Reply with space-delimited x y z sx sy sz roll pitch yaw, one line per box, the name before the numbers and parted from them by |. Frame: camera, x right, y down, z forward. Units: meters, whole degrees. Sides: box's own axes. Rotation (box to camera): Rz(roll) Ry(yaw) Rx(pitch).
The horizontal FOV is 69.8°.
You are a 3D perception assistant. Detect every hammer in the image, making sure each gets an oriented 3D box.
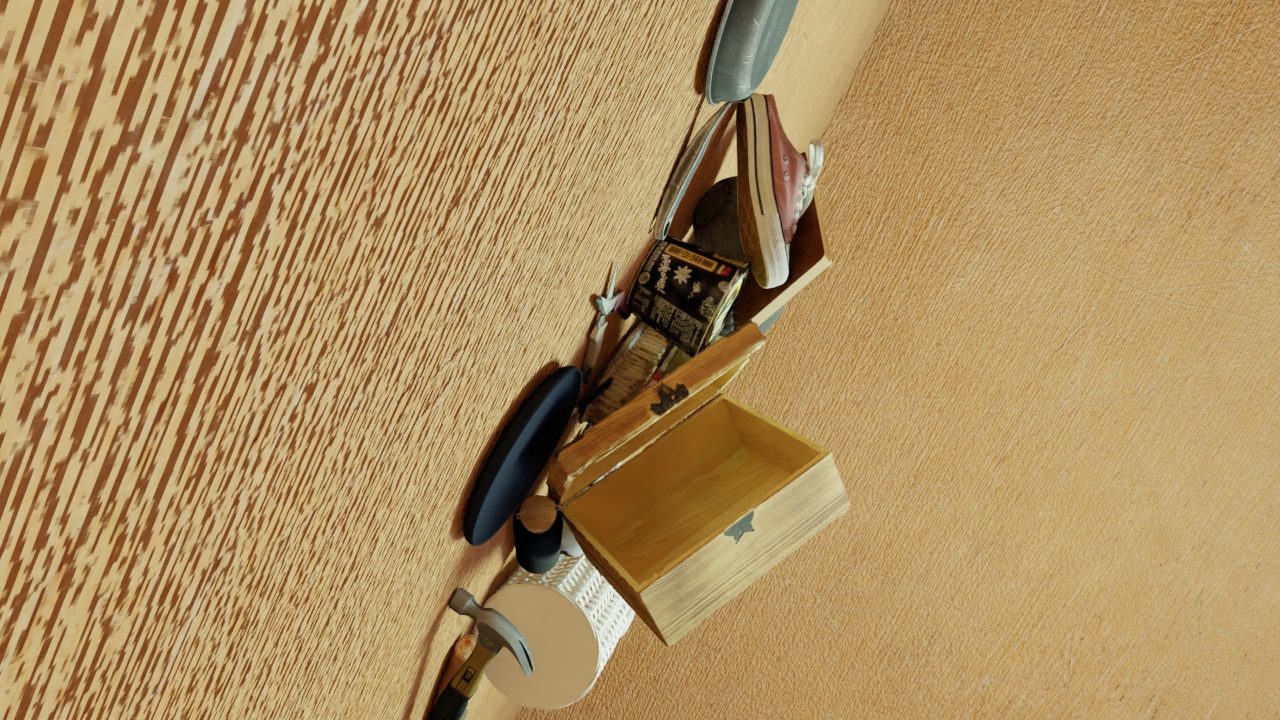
hammer | -0.219 0.400 1.095 0.334 0.118 0.025 -60 173 36
hammer | -0.267 0.475 1.277 0.157 0.037 0.302 -53 169 -53

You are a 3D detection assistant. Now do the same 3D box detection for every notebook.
notebook | 0.172 -0.150 1.190 0.168 0.024 0.225 -42 -150 35

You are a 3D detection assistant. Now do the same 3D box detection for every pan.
pan | -0.092 0.070 0.972 0.199 0.021 0.355 -64 171 22
pan | 0.084 -0.264 0.911 0.186 0.055 0.358 -53 165 -52

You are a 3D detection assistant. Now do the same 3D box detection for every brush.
brush | -0.007 0.007 1.243 0.270 0.056 0.083 -53 172 -52

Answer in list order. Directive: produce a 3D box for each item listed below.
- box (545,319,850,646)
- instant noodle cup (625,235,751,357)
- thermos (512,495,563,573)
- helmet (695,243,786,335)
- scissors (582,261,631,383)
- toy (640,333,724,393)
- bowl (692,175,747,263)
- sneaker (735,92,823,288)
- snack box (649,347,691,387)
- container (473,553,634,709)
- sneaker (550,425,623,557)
box | 0.033 0.111 1.096 0.278 0.264 0.270 -35 -153 -15
instant noodle cup | 0.053 -0.081 1.104 0.137 0.112 0.137 -59 172 -14
thermos | -0.129 0.215 1.154 0.061 0.061 0.232 -59 173 -24
helmet | 0.153 -0.134 1.420 0.264 0.164 0.170 -80 -179 -65
scissors | -0.037 -0.041 0.999 0.180 0.015 0.194 -65 172 24
toy | 0.055 0.006 1.398 0.084 0.159 0.195 -16 144 -55
bowl | 0.119 -0.191 1.220 0.145 0.067 0.144 -43 -150 32
sneaker | 0.168 -0.206 1.109 0.118 0.088 0.241 136 -50 -81
snack box | 0.055 0.010 1.290 0.181 0.045 0.121 -60 176 9
container | -0.119 0.372 1.326 0.189 0.189 0.186 -63 172 15
sneaker | -0.069 0.153 1.314 0.124 0.089 0.239 100 11 -57
